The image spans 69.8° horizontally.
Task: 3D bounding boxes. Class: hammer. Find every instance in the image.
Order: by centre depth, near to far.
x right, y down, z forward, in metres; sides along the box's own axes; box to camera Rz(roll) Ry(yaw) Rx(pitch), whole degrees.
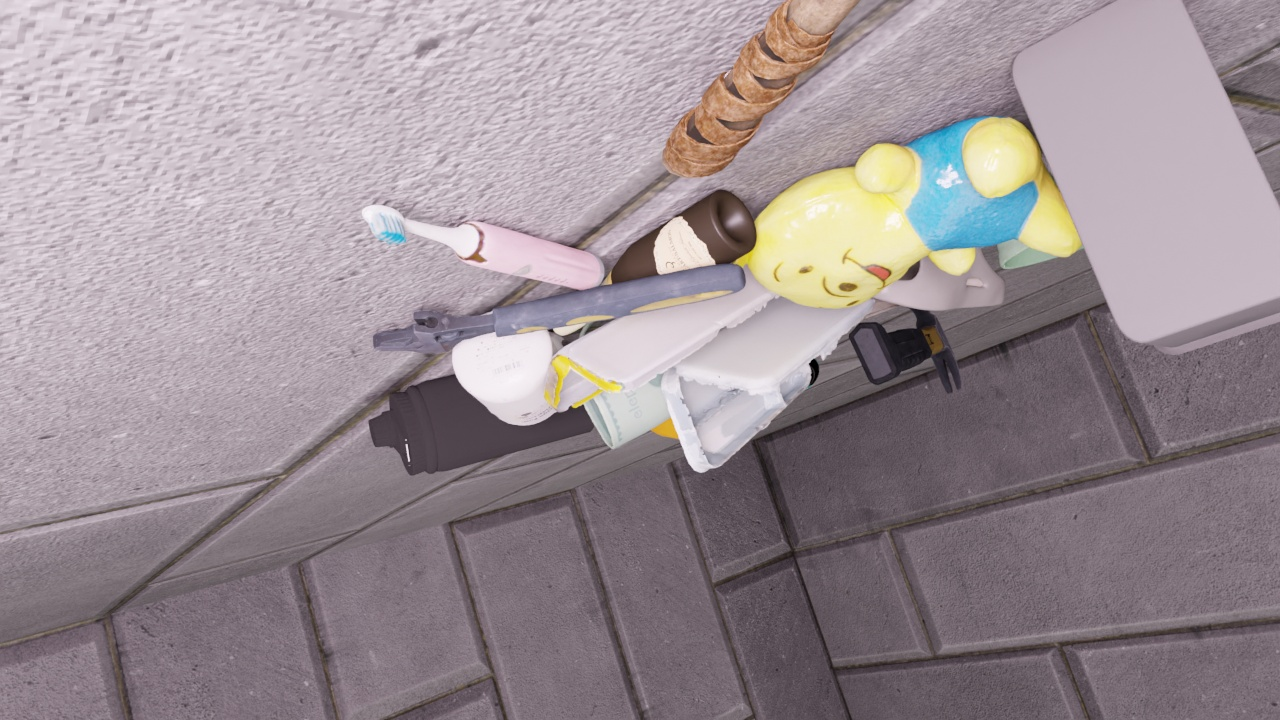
[{"bbox_3d":[0.080,-0.146,0.341,0.121,0.049,0.319,-17,172,-23],"label":"hammer"},{"bbox_3d":[0.246,-0.012,0.833,0.025,0.118,0.332,-27,173,25],"label":"hammer"}]

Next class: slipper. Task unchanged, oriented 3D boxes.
[{"bbox_3d":[0.275,-0.098,0.859,0.265,0.081,0.113,-2,-154,-46],"label":"slipper"}]

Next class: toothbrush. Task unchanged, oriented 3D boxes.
[{"bbox_3d":[-0.082,-0.064,0.534,0.027,0.026,0.222,-34,165,20],"label":"toothbrush"}]

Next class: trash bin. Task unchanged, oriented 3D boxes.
[{"bbox_3d":[0.332,-0.106,0.582,0.098,0.191,0.219,-24,167,31],"label":"trash bin"}]

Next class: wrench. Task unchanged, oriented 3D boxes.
[{"bbox_3d":[-0.063,-0.031,0.622,0.274,0.022,0.073,-9,169,16],"label":"wrench"}]

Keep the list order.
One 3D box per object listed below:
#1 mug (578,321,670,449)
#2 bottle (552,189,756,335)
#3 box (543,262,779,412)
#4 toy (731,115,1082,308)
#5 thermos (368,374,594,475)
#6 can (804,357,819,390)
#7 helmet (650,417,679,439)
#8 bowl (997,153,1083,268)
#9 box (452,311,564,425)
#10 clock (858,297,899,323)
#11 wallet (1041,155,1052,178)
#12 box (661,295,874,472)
[{"bbox_3d":[-0.005,0.005,0.800,0.104,0.111,0.084,-28,175,-11],"label":"mug"},{"bbox_3d":[-0.001,-0.059,0.651,0.185,0.045,0.045,-27,167,41],"label":"bottle"},{"bbox_3d":[0.023,-0.027,0.709,0.209,0.057,0.117,-30,-173,-34],"label":"box"},{"bbox_3d":[0.173,-0.097,0.631,0.214,0.083,0.149,-19,149,33],"label":"toy"},{"bbox_3d":[-0.150,0.051,0.865,0.198,0.086,0.086,-14,169,-24],"label":"thermos"},{"bbox_3d":[0.159,-0.011,1.020,0.055,0.101,0.055,-5,128,-7],"label":"can"},{"bbox_3d":[0.062,0.019,0.946,0.205,0.131,0.256,-17,169,-6],"label":"helmet"},{"bbox_3d":[0.369,-0.140,0.780,0.151,0.077,0.151,-18,170,-3],"label":"bowl"},{"bbox_3d":[-0.097,0.007,0.756,0.083,0.092,0.166,-21,162,-2],"label":"box"},{"bbox_3d":[0.212,-0.065,0.959,0.103,0.061,0.156,-20,177,12],"label":"clock"},{"bbox_3d":[0.255,-0.123,0.706,0.119,0.037,0.115,-27,-176,24],"label":"wallet"},{"bbox_3d":[0.121,0.001,0.760,0.127,0.106,0.214,-18,-169,39],"label":"box"}]
